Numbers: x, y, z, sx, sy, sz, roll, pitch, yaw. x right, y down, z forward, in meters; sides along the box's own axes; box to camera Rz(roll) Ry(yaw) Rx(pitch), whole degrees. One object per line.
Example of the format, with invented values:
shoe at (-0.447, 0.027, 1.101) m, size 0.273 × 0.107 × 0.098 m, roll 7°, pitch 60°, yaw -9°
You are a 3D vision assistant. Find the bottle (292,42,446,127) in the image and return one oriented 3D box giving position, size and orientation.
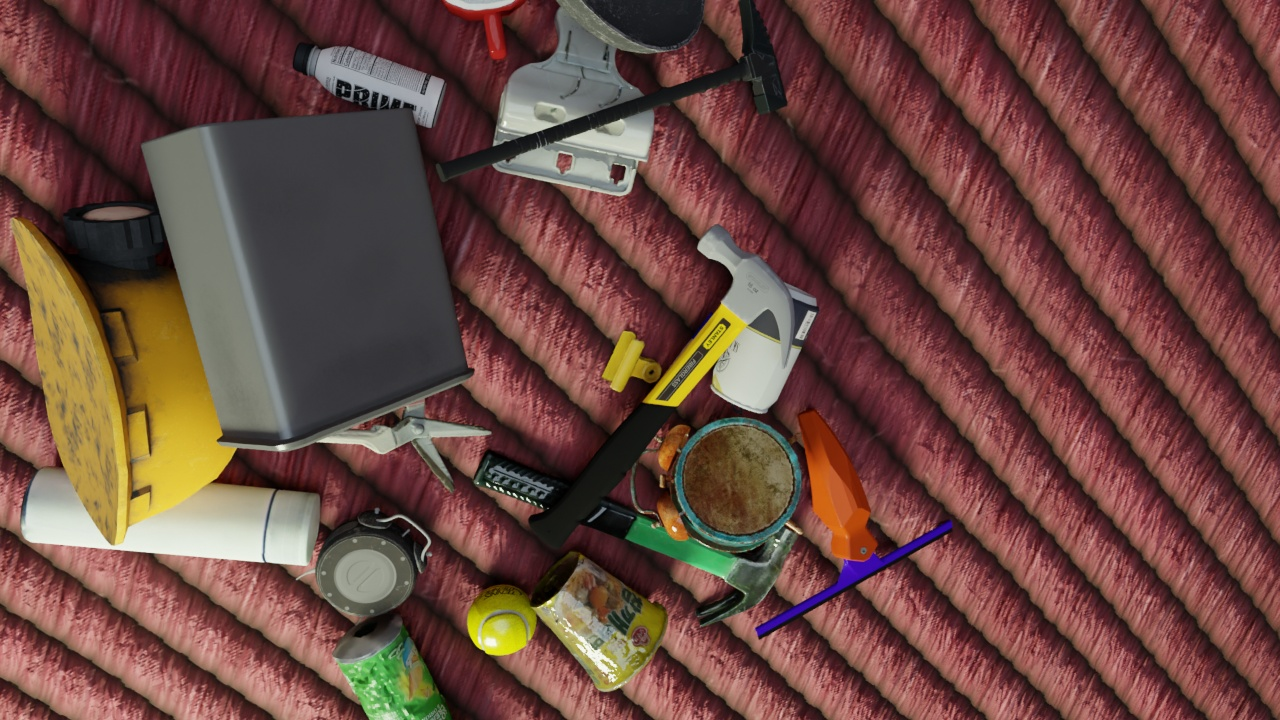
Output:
bottle at (-0.217, -0.224, 0.734) m, size 0.116 × 0.041 × 0.041 m, roll 16°, pitch 103°, yaw -13°

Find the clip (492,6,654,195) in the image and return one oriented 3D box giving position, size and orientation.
clip at (-0.049, -0.212, 0.747) m, size 0.126 × 0.110 × 0.151 m, roll 9°, pitch 115°, yaw -14°

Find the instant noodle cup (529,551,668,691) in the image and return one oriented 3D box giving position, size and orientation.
instant noodle cup at (-0.043, 0.243, 0.880) m, size 0.102 × 0.102 × 0.108 m, roll -44°, pitch 103°, yaw 5°

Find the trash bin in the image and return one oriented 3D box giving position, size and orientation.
trash bin at (-0.241, -0.067, 0.694) m, size 0.098 × 0.191 × 0.220 m, roll 0°, pitch 106°, yaw 36°

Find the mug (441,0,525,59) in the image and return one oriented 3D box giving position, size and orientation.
mug at (-0.120, -0.290, 0.700) m, size 0.080 × 0.096 × 0.116 m, roll -10°, pitch 108°, yaw -6°

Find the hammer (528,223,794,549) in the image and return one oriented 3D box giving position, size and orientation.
hammer at (0.013, 0.043, 0.816) m, size 0.127 × 0.029 × 0.324 m, roll 41°, pitch 102°, yaw 9°

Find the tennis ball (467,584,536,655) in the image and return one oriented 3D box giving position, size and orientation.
tennis ball at (-0.133, 0.248, 0.879) m, size 0.065 × 0.065 × 0.065 m, roll -3°, pitch 107°, yaw -8°

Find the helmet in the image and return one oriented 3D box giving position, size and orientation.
helmet at (-0.382, 0.006, 0.719) m, size 0.131 × 0.205 × 0.256 m, roll -19°, pitch 122°, yaw -41°

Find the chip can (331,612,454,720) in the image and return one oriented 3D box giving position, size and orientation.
chip can at (-0.222, 0.352, 0.894) m, size 0.075 × 0.075 × 0.223 m, roll -21°, pitch 109°, yaw -3°

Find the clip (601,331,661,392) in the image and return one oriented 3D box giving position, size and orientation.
clip at (-0.005, 0.005, 0.846) m, size 0.048 × 0.046 × 0.054 m, roll 27°, pitch 100°, yaw 10°

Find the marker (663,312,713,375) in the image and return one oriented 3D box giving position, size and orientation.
marker at (0.035, 0.015, 0.855) m, size 0.023 × 0.027 × 0.133 m, roll 40°, pitch 99°, yaw 20°

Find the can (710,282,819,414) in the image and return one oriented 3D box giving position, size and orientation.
can at (0.111, -0.009, 0.840) m, size 0.064 × 0.064 × 0.127 m, roll 20°, pitch 103°, yaw -14°

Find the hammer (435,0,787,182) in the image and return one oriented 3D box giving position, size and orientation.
hammer at (-0.014, -0.200, 0.710) m, size 0.324 × 0.015 × 0.095 m, roll -27°, pitch 108°, yaw -29°

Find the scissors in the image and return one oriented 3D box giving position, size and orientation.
scissors at (-0.237, 0.047, 0.812) m, size 0.179 × 0.015 × 0.199 m, roll -27°, pitch 105°, yaw -20°

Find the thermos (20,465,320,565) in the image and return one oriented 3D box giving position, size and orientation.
thermos at (-0.403, 0.137, 0.802) m, size 0.230 × 0.068 × 0.068 m, roll 9°, pitch 105°, yaw -11°

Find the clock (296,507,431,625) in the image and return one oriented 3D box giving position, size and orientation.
clock at (-0.249, 0.186, 0.853) m, size 0.123 × 0.043 × 0.091 m, roll -43°, pitch 108°, yaw 5°

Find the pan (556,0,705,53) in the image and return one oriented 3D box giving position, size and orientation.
pan at (-0.053, -0.392, 0.675) m, size 0.040 × 0.207 × 0.357 m, roll -19°, pitch 91°, yaw 40°

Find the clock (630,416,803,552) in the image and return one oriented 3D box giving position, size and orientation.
clock at (0.070, 0.115, 0.854) m, size 0.157 × 0.073 × 0.121 m, roll 1°, pitch 75°, yaw 2°

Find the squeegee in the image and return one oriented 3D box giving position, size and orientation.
squeegee at (0.194, 0.135, 0.896) m, size 0.249 × 0.055 × 0.185 m, roll -22°, pitch 95°, yaw -21°

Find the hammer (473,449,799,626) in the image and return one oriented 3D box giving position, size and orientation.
hammer at (-0.010, 0.162, 0.892) m, size 0.318 × 0.032 × 0.130 m, roll 25°, pitch 102°, yaw -15°
